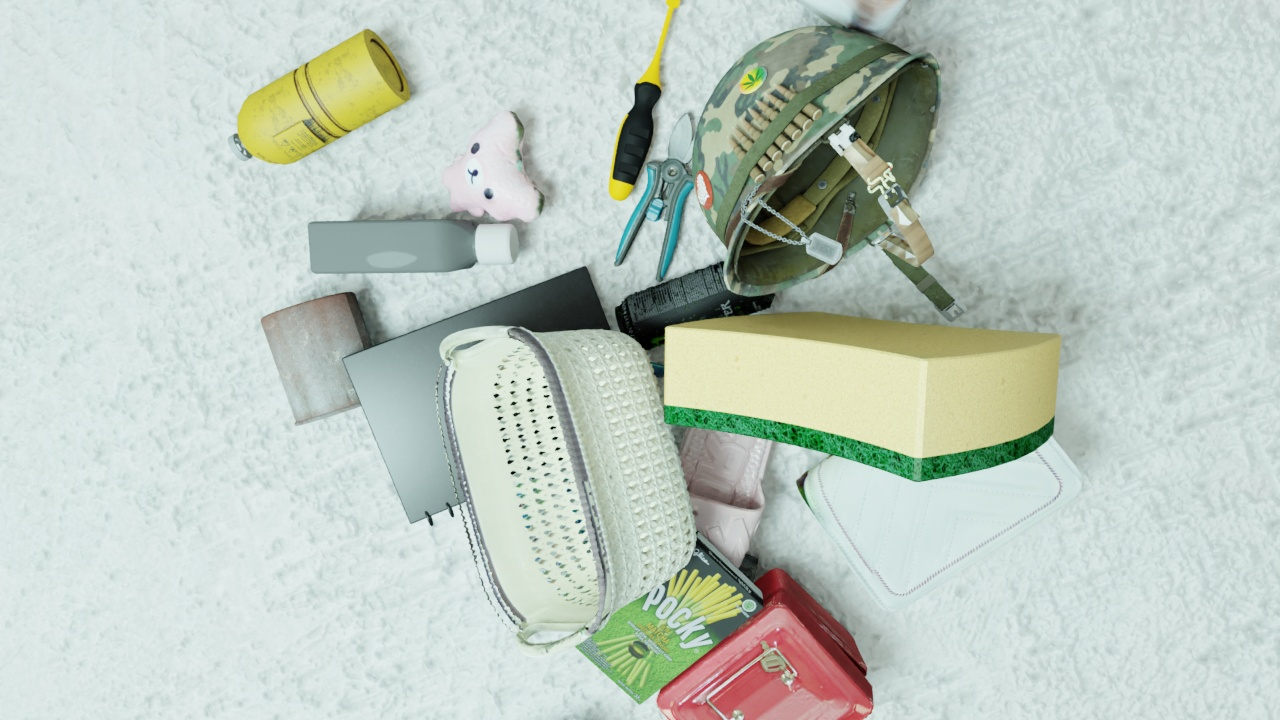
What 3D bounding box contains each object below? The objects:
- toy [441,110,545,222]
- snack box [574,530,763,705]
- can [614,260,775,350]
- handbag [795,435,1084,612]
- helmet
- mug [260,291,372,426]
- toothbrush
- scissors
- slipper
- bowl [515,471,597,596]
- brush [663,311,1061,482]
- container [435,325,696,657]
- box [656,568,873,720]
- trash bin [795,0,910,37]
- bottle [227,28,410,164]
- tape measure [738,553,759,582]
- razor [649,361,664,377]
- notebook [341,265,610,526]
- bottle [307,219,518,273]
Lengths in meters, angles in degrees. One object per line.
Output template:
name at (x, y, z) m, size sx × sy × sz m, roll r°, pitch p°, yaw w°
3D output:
toy at (-0.137, -0.164, 0.824) m, size 0.096 × 0.052 × 0.099 m, roll -14°, pitch 93°, yaw 23°
snack box at (0.024, 0.223, 0.791) m, size 0.080 × 0.025 × 0.148 m, roll 44°, pitch 106°, yaw -9°
can at (0.049, -0.051, 0.812) m, size 0.138 × 0.054 × 0.054 m, roll -19°, pitch 96°, yaw 11°
handbag at (0.250, 0.104, 0.789) m, size 0.199 × 0.096 × 0.142 m, roll -36°, pitch 77°, yaw 12°
helmet at (0.147, -0.139, 0.709) m, size 0.236 × 0.192 × 0.224 m, roll 32°, pitch 88°, yaw 29°
mug at (-0.303, 0.000, 0.863) m, size 0.123 × 0.096 × 0.110 m, roll -13°, pitch 92°, yaw 41°
toothbrush at (0.006, -0.236, 0.803) m, size 0.031 × 0.031 × 0.197 m, roll 14°, pitch 99°, yaw -16°
scissors at (0.017, -0.141, 0.821) m, size 0.151 × 0.019 × 0.130 m, roll -25°, pitch 95°, yaw 12°
slipper at (0.063, 0.121, 0.808) m, size 0.094 × 0.064 × 0.239 m, roll 21°, pitch 87°, yaw -2°
bowl at (-0.080, 0.183, 0.857) m, size 0.144 × 0.074 × 0.144 m, roll 1°, pitch 99°, yaw 8°
brush at (0.162, 0.015, 0.688) m, size 0.251 × 0.194 × 0.075 m, roll 10°, pitch 102°, yaw 46°
container at (-0.060, 0.090, 0.737) m, size 0.185 × 0.143 × 0.251 m, roll -20°, pitch 85°, yaw 51°
box at (0.109, 0.281, 0.827) m, size 0.158 × 0.117 × 0.135 m, roll -40°, pitch 94°, yaw 15°
trash bin at (0.149, -0.346, 0.651) m, size 0.181 × 0.259 × 0.157 m, roll 35°, pitch 106°, yaw 1°
bottle at (-0.297, -0.227, 0.826) m, size 0.164 × 0.071 × 0.071 m, roll -24°, pitch 95°, yaw 11°
tape measure at (0.073, 0.206, 0.858) m, size 0.065 × 0.035 × 0.059 m, roll 12°, pitch 100°, yaw 6°
razor at (-0.005, 0.005, 0.836) m, size 0.144 × 0.022 × 0.042 m, roll 14°, pitch 101°, yaw -10°
notebook at (-0.127, 0.034, 0.833) m, size 0.231 × 0.019 × 0.169 m, roll -22°, pitch 95°, yaw -8°
bottle at (-0.198, -0.103, 0.826) m, size 0.174 × 0.083 × 0.046 m, roll 0°, pitch 99°, yaw 7°
